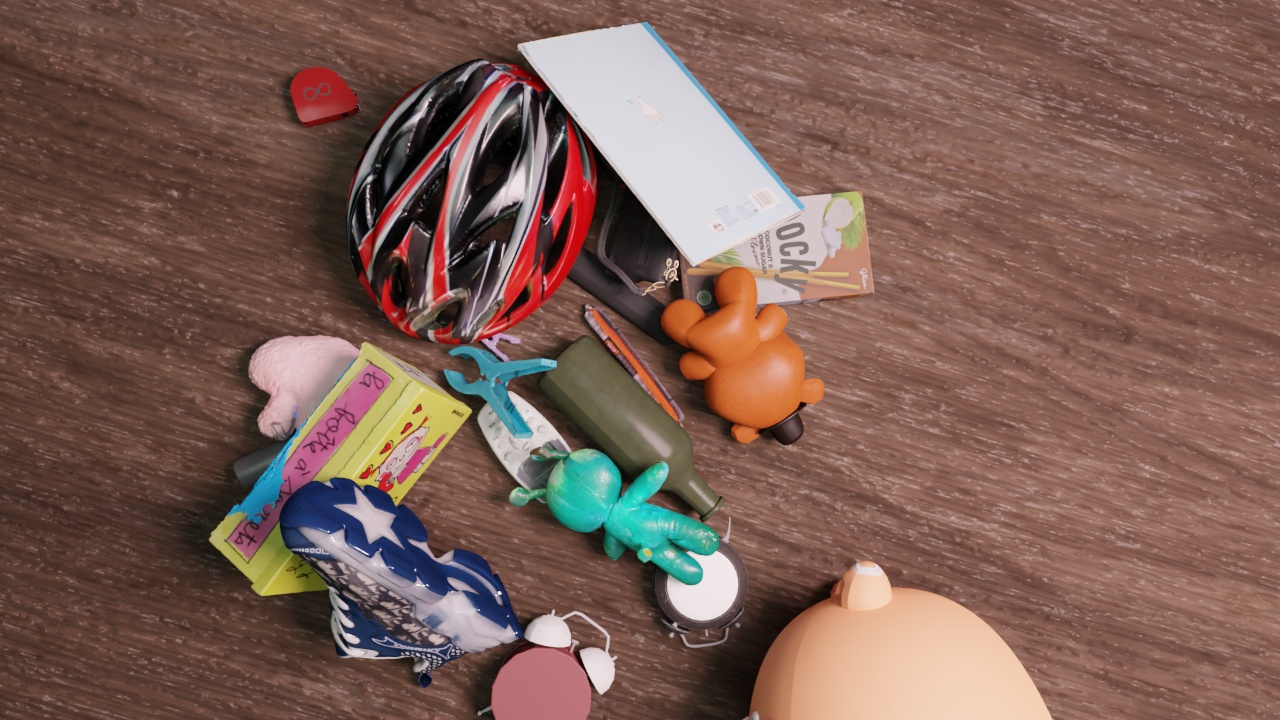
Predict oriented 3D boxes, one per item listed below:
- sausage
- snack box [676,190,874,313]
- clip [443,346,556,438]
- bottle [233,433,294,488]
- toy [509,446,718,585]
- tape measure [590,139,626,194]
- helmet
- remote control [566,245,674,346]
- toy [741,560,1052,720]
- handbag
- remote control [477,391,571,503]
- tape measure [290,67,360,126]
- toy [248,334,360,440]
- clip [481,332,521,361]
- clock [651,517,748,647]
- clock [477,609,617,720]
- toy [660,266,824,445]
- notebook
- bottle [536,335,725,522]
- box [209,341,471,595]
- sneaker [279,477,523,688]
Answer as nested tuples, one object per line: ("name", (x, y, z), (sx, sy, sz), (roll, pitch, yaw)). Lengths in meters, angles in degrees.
("sausage", (-0.005, 0.005, 0.898), (0.020, 0.020, 0.155), (-38, 90, -4))
("snack box", (0.129, -0.105, 0.904), (0.186, 0.032, 0.101), (-6, 87, -3))
("clip", (-0.133, 0.009, 0.855), (0.120, 0.027, 0.103), (17, 88, 35))
("bottle", (-0.325, 0.084, 0.871), (0.113, 0.030, 0.030), (-25, 89, -4))
("toy", (-0.023, 0.139, 0.832), (0.193, 0.072, 0.131), (28, 123, 9))
("tape measure", (-0.015, -0.206, 0.898), (0.058, 0.038, 0.058), (-39, 90, -4))
("helmet", (-0.162, -0.141, 0.839), (0.217, 0.166, 0.272), (30, 98, 7))
("remote control", (-0.022, -0.068, 0.902), (0.147, 0.015, 0.033), (36, 86, -1))
("toy", (0.209, 0.320, 0.779), (0.266, 0.263, 0.280), (-9, 70, 4))
("handbag", (0.011, -0.124, 0.863), (0.079, 0.054, 0.128), (13, 87, 39))
("remote control", (-0.108, 0.082, 0.884), (0.060, 0.028, 0.114), (-38, 90, -4))
("tape measure", (-0.309, -0.259, 0.895), (0.059, 0.019, 0.051), (-18, 86, -11))
("toy", (-0.315, 0.026, 0.857), (0.108, 0.053, 0.105), (6, 72, 0))
("clip", (-0.142, -0.014, 0.895), (0.051, 0.014, 0.045), (2, 90, -6))
("clock", (0.058, 0.216, 0.878), (0.091, 0.044, 0.122), (-7, 88, -3))
("clock", (-0.085, 0.302, 0.864), (0.096, 0.048, 0.137), (37, 86, -1))
("toy", (0.100, 0.005, 0.864), (0.112, 0.096, 0.176), (-30, 94, 10))
("notebook", (0.026, -0.209, 0.844), (0.180, 0.009, 0.253), (-29, 77, -42))
("bottle", (-0.004, 0.070, 0.869), (0.207, 0.071, 0.071), (45, 86, 0))
("box", (-0.264, 0.101, 0.823), (0.080, 0.124, 0.221), (35, 84, 15))
("sneaker", (-0.223, 0.205, 0.784), (0.132, 0.269, 0.103), (-37, 45, 3))
